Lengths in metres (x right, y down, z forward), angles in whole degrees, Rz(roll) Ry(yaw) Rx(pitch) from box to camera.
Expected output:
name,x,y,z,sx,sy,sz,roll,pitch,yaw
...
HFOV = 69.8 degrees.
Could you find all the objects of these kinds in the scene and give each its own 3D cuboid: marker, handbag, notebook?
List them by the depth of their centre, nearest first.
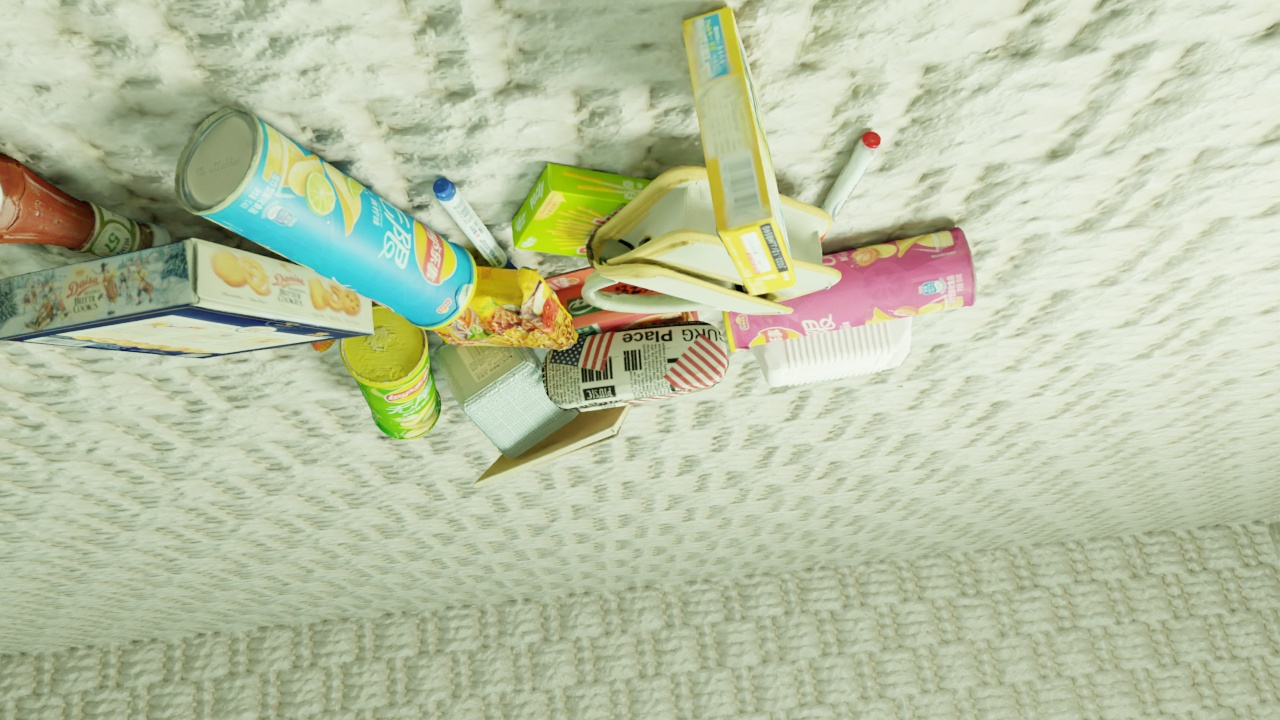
name,x,y,z,sx,sy,sz,roll,pitch,yaw
marker,-0.123,-0.095,0.696,0.017,0.017,0.146,-10,159,9
handbag,0.040,-0.065,0.697,0.163,0.063,0.179,11,155,-35
marker,0.151,-0.126,0.700,0.017,0.017,0.145,-3,158,-9
notebook,-0.075,0.069,0.950,0.150,0.012,0.211,-22,-172,13

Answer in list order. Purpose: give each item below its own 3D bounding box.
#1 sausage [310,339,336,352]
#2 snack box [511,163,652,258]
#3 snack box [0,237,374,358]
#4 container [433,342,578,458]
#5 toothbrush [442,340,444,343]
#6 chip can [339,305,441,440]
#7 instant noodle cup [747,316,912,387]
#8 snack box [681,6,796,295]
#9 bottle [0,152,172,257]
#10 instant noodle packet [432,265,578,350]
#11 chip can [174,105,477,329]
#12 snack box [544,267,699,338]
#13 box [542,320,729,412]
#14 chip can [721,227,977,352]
name,x,y,z,sx,sy,sz,roll,pitch,yaw
sausage,-0.255,-0.042,0.785,0.021,0.021,0.166,8,154,-34
snack box,-0.010,-0.105,0.693,0.156,0.026,0.086,5,155,-26
snack box,-0.322,-0.037,0.668,0.183,0.045,0.177,-7,173,20
container,-0.127,0.020,0.858,0.090,0.090,0.111,-34,150,-1
toothbrush,-0.138,0.019,0.968,0.026,0.027,0.224,22,172,28
chip can,-0.228,0.019,0.859,0.072,0.072,0.222,-3,163,-10
instant noodle cup,0.189,-0.018,0.907,0.173,0.060,0.138,-11,166,6
snack box,0.057,-0.117,0.524,0.034,0.140,0.087,-11,159,14
bottle,-0.388,-0.096,0.562,0.060,0.059,0.206,-16,163,23
instant noodle packet,-0.129,-0.043,0.761,0.128,0.044,0.111,5,155,18
chip can,-0.200,-0.087,0.620,0.071,0.071,0.210,-16,157,22
snack box,-0.015,-0.041,0.828,0.113,0.044,0.127,-13,158,15
box,-0.003,0.007,0.802,0.164,0.071,0.060,-7,141,6
chip can,0.176,-0.061,0.797,0.211,0.071,0.071,-11,158,9
